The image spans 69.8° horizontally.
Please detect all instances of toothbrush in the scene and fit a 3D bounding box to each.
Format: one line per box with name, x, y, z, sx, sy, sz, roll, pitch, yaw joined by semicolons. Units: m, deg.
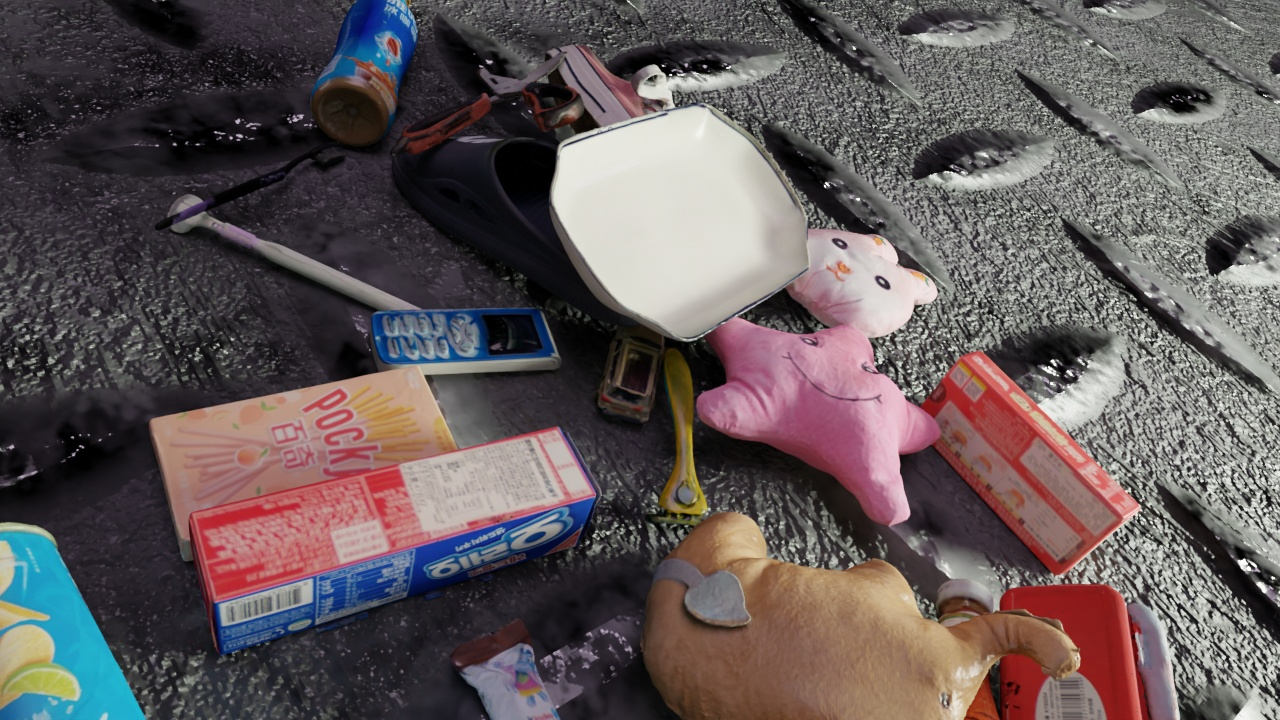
toothbrush;-0.274;-0.127;0.664;0.017;0.014;0.188;41;36;-2
toothbrush;-0.236;-0.067;0.636;0.189;0.020;0.029;24;75;1

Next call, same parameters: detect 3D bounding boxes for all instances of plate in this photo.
plate;0.032;-0.102;0.672;0.264;0.034;0.162;-32;88;-47

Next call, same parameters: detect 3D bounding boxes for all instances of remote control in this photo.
remote control;-0.118;-0.012;0.624;0.124;0.024;0.049;-3;50;-24

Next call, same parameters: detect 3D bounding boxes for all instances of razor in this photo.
razor;0.025;0.046;0.605;0.043;0.028;0.132;6;58;-11

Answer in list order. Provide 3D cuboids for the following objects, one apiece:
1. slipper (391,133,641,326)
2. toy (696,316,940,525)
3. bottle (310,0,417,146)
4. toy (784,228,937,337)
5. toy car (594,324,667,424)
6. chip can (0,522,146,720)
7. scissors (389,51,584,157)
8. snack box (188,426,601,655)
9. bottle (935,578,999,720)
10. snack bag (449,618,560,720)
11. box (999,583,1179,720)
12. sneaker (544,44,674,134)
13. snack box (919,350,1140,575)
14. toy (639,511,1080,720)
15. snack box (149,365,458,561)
slipper;-0.076;-0.127;0.699;0.268;0.083;0.110;36;43;22
toy;0.121;0.019;0.650;0.194;0.075;0.178;30;39;8
bottle;-0.231;-0.270;0.797;0.065;0.065;0.218;10;45;-12
toy;0.186;-0.072;0.780;0.159;0.054;0.121;-19;57;-43
toy car;-0.004;0.004;0.646;0.042;0.035;0.090;19;42;-6
chip can;-0.237;0.166;0.376;0.071;0.071;0.210;-25;60;-37
scissors;-0.103;-0.208;0.724;0.189;0.015;0.224;8;39;35
snack box;-0.127;0.093;0.499;0.207;0.057;0.058;-12;51;-29
bottle;0.175;0.208;0.506;0.060;0.060;0.205;25;40;3
snack bag;-0.056;0.182;0.462;0.045;0.026;0.105;-18;54;-29
box;0.260;0.236;0.525;0.095;0.100;0.200;-10;38;27
sneaker;-0.009;-0.208;0.798;0.087;0.118;0.241;-20;50;-10
snack box;0.269;0.071;0.656;0.025;0.075;0.153;-17;56;-35
toy;0.112;0.158;0.490;0.226;0.083;0.143;14;50;10
snack box;-0.190;0.055;0.532;0.157;0.026;0.084;-13;54;-30
